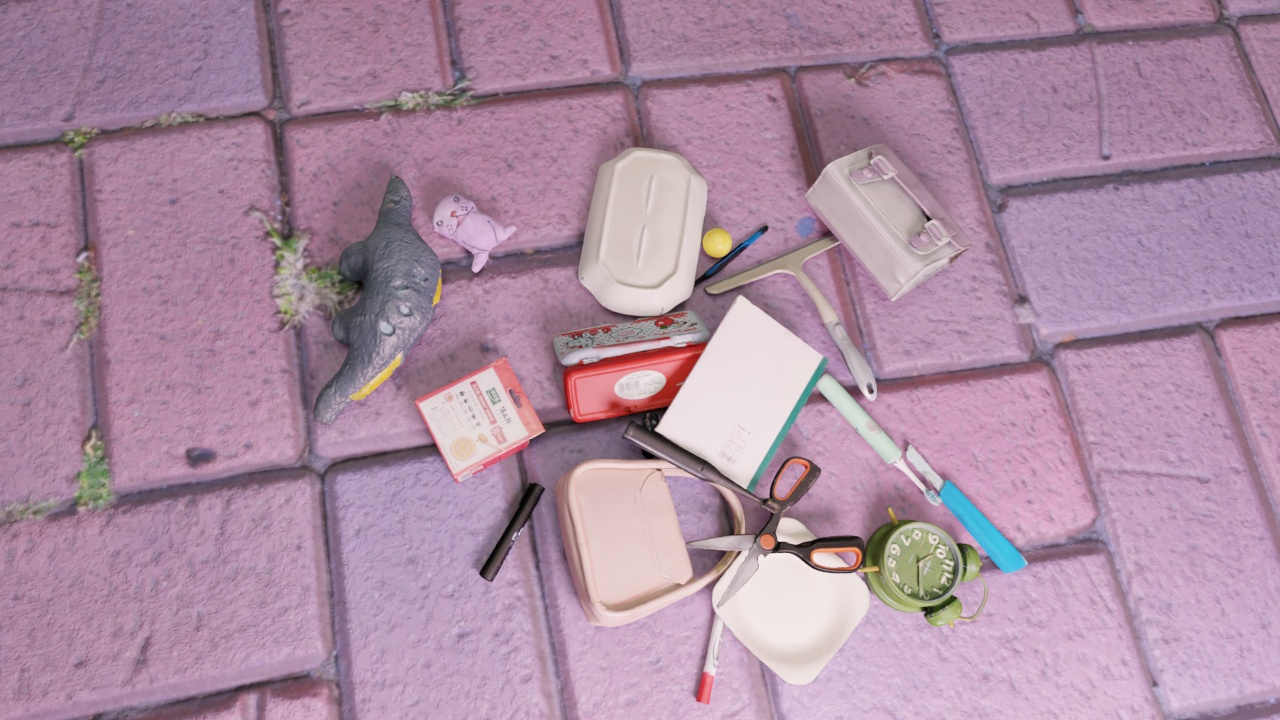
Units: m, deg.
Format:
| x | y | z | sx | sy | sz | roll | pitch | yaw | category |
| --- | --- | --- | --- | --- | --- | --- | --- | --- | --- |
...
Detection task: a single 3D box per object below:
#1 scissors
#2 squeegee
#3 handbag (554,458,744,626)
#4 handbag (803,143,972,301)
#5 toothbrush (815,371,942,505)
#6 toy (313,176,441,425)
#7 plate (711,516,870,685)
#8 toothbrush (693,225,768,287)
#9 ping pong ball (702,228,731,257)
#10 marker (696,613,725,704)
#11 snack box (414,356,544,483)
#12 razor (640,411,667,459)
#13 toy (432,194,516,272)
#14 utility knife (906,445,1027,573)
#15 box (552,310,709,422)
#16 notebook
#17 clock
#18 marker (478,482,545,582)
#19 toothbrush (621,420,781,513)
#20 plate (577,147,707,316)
| x | y | z | sx | sy | sz | roll | pitch | yaw | category |
| --- | --- | --- | --- | --- | --- | --- | --- | --- | --- |
| 0.170 | 0.213 | 1.127 | 0.221 | 0.022 | 0.230 | 17 | 64 | -2 | scissors |
| 0.251 | -0.055 | 1.232 | 0.246 | 0.039 | 0.246 | -23 | 69 | -13 | squeegee |
| 0.022 | 0.209 | 1.128 | 0.234 | 0.094 | 0.193 | -10 | 73 | -17 | handbag |
| 0.348 | -0.199 | 1.268 | 0.144 | 0.099 | 0.197 | -28 | 75 | -34 | handbag |
| 0.313 | 0.105 | 1.210 | 0.026 | 0.027 | 0.224 | -38 | 80 | -21 | toothbrush |
| -0.326 | -0.086 | 1.181 | 0.138 | 0.091 | 0.355 | 0 | 69 | 23 | toy |
| 0.182 | 0.294 | 1.130 | 0.163 | 0.034 | 0.164 | 43 | 71 | 8 | plate |
| 0.111 | -0.133 | 1.275 | 0.189 | 0.016 | 0.014 | -39 | 71 | -18 | toothbrush |
| 0.106 | -0.162 | 1.267 | 0.040 | 0.040 | 0.040 | 2 | 72 | -5 | ping pong ball |
| 0.091 | 0.343 | 1.117 | 0.017 | 0.017 | 0.145 | 15 | 72 | -1 | marker |
| -0.202 | 0.075 | 1.158 | 0.127 | 0.044 | 0.113 | -27 | 76 | -12 | snack box |
| 0.074 | 0.076 | 1.187 | 0.167 | 0.062 | 0.067 | -18 | 44 | -16 | razor |
| -0.234 | -0.178 | 1.239 | 0.108 | 0.039 | 0.083 | 37 | 81 | 5 | toy |
| 0.420 | 0.193 | 1.197 | 0.034 | 0.018 | 0.209 | -38 | 81 | -16 | utility knife |
| -0.008 | 0.003 | 1.205 | 0.201 | 0.099 | 0.112 | -10 | 108 | -10 | box |
| 0.132 | 0.042 | 1.165 | 0.150 | 0.012 | 0.208 | 35 | 76 | -8 | notebook |
| 0.359 | 0.264 | 1.149 | 0.161 | 0.056 | 0.116 | 30 | 73 | 4 | clock |
| -0.159 | 0.210 | 1.132 | 0.022 | 0.020 | 0.131 | 23 | 70 | 19 | marker |
| 0.076 | 0.133 | 1.122 | 0.212 | 0.027 | 0.026 | 28 | 59 | 2 | toothbrush |
| 0.006 | -0.188 | 1.260 | 0.162 | 0.034 | 0.265 | 10 | 68 | 1 | plate |
